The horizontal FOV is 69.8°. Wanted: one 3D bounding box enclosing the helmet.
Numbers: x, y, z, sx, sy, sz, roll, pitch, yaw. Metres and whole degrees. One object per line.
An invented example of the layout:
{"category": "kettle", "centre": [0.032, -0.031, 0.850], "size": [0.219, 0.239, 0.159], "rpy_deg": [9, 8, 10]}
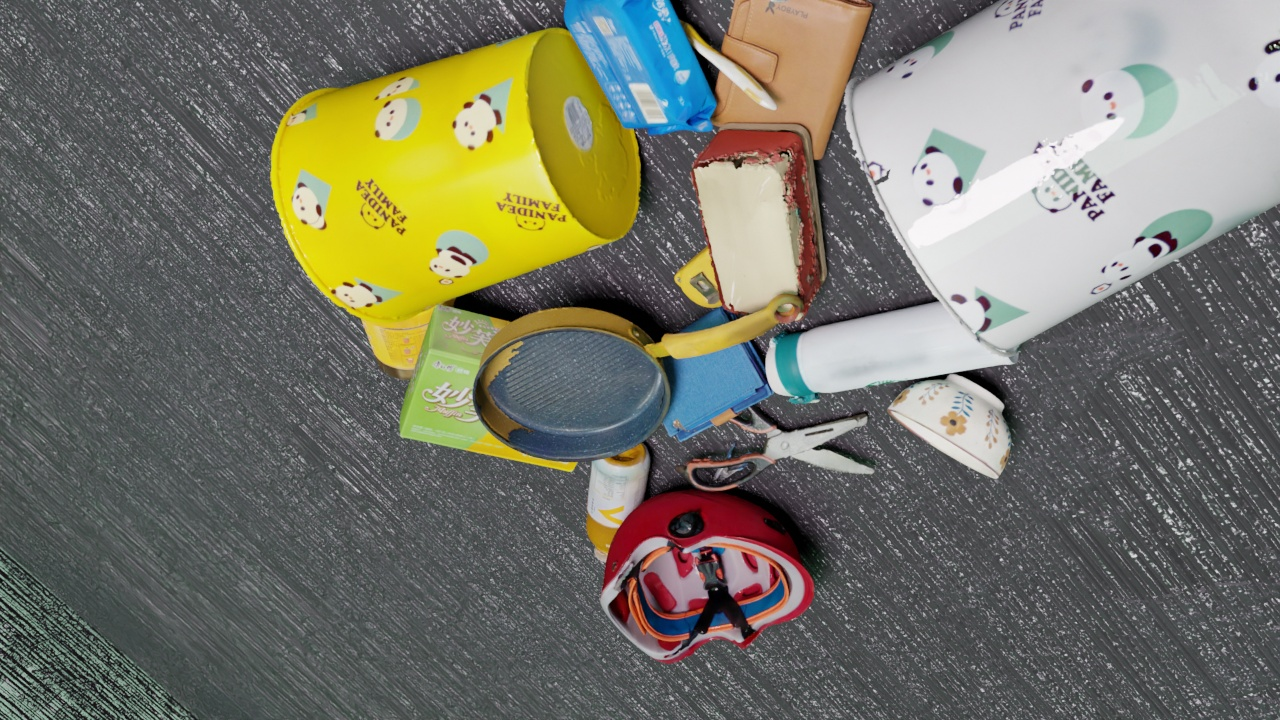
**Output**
{"category": "helmet", "centre": [0.072, 0.225, 1.051], "size": [0.240, 0.143, 0.207], "rpy_deg": [-19, 128, 17]}

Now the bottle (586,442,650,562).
{"category": "bottle", "centre": [-0.031, 0.174, 1.114], "size": [0.068, 0.067, 0.190], "rpy_deg": [20, 131, 14]}

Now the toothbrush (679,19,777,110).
{"category": "toothbrush", "centre": [0.043, -0.269, 0.750], "size": [0.191, 0.016, 0.018], "rpy_deg": [44, 130, 11]}

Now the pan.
{"category": "pan", "centre": [-0.005, 0.005, 0.884], "size": [0.358, 0.078, 0.197], "rpy_deg": [-29, 130, 25]}

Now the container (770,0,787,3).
{"category": "container", "centre": [0.104, -0.322, 0.637], "size": [0.090, 0.114, 0.090], "rpy_deg": [37, 133, -1]}

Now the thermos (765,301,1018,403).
{"category": "thermos", "centre": [0.222, -0.008, 0.842], "size": [0.225, 0.073, 0.073], "rpy_deg": [-12, 117, 35]}

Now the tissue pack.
{"category": "tissue pack", "centre": [-0.001, -0.255, 0.759], "size": [0.095, 0.052, 0.157], "rpy_deg": [19, 149, 52]}

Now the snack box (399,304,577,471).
{"category": "snack box", "centre": [-0.146, 0.036, 1.017], "size": [0.210, 0.069, 0.158], "rpy_deg": [14, 135, -17]}

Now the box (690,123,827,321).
{"category": "box", "centre": [0.105, -0.113, 0.797], "size": [0.091, 0.080, 0.168], "rpy_deg": [9, 138, 28]}

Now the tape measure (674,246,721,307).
{"category": "tape measure", "centre": [0.067, -0.079, 0.898], "size": [0.057, 0.028, 0.060], "rpy_deg": [45, 132, -10]}

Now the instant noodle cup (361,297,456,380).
{"category": "instant noodle cup", "centre": [-0.263, -0.048, 1.045], "size": [0.118, 0.118, 0.115], "rpy_deg": [18, 138, 15]}

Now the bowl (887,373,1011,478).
{"category": "bowl", "centre": [0.291, 0.052, 0.840], "size": [0.113, 0.113, 0.062], "rpy_deg": [33, 92, 2]}

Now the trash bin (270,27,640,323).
{"category": "trash bin", "centre": [-0.154, -0.168, 0.829], "size": [0.256, 0.228, 0.230], "rpy_deg": [-10, 119, 27]}

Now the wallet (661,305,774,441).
{"category": "wallet", "centre": [0.065, 0.016, 0.951], "size": [0.133, 0.040, 0.106], "rpy_deg": [-33, 84, 38]}

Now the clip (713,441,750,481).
{"category": "clip", "centre": [0.100, 0.119, 1.033], "size": [0.045, 0.027, 0.058], "rpy_deg": [31, 133, -7]}

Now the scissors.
{"category": "scissors", "centre": [0.131, 0.087, 0.976], "size": [0.226, 0.015, 0.189], "rpy_deg": [37, 118, 11]}

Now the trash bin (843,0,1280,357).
{"category": "trash bin", "centre": [0.302, -0.158, 0.592], "size": [0.253, 0.228, 0.229], "rpy_deg": [-31, 106, 35]}

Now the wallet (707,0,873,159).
{"category": "wallet", "centre": [0.118, -0.240, 0.750], "size": [0.108, 0.031, 0.132], "rpy_deg": [22, 130, 10]}
